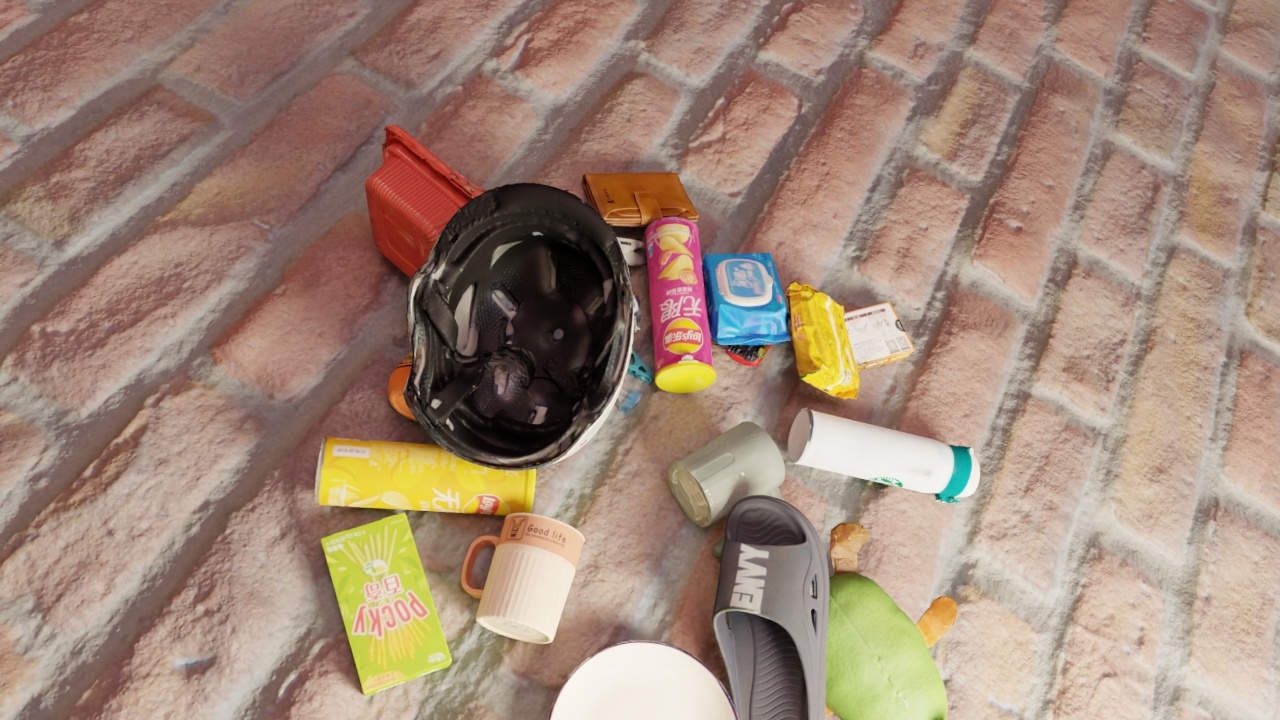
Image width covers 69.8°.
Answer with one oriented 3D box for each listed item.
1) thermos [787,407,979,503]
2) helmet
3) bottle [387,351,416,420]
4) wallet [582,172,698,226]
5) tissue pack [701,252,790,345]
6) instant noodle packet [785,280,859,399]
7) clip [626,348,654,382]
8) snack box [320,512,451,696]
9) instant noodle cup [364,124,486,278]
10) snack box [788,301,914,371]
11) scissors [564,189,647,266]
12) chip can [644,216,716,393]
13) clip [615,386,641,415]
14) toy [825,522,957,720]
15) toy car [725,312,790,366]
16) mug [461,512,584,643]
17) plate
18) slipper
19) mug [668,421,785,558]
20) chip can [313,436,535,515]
[{"bbox_3d":[0.290,0.116,1.086,0.224,0.073,0.073,14,60,-9],"label":"thermos"},{"bbox_3d":[-0.108,-0.024,0.929,0.230,0.157,0.274,5,82,9],"label":"helmet"},{"bbox_3d":[-0.220,-0.004,1.009,0.067,0.067,0.149,25,52,-2],"label":"bottle"},{"bbox_3d":[0.001,-0.203,1.180,0.130,0.035,0.119,-4,42,-19],"label":"wallet"},{"bbox_3d":[0.127,-0.078,1.124,0.095,0.052,0.156,-1,46,-4],"label":"tissue pack"},{"bbox_3d":[0.218,-0.021,1.102,0.110,0.044,0.128,21,54,-44],"label":"instant noodle packet"},{"bbox_3d":[-0.006,0.006,1.089,0.054,0.013,0.032,38,60,6],"label":"clip"},{"bbox_3d":[-0.247,0.234,0.890,0.085,0.026,0.156,-15,68,-22],"label":"snack box"},{"bbox_3d":[-0.235,-0.150,1.008,0.189,0.165,0.078,40,59,19],"label":"instant noodle cup"},{"bbox_3d":[0.272,-0.024,1.177,0.153,0.026,0.075,-14,68,-22],"label":"snack box"},{"bbox_3d":[-0.047,-0.146,1.072,0.206,0.015,0.201,57,31,-31],"label":"scissors"},{"bbox_3d":[0.045,-0.069,1.111,0.071,0.072,0.210,3,61,-14],"label":"chip can"},{"bbox_3d":[-0.029,0.037,1.064,0.058,0.042,0.026,35,60,7],"label":"clip"},{"bbox_3d":[0.230,0.304,0.951,0.227,0.090,0.246,-32,79,-3],"label":"toy"},{"bbox_3d":[0.147,-0.033,1.141,0.049,0.031,0.106,26,52,19],"label":"toy car"},{"bbox_3d":[-0.124,0.214,0.911,0.115,0.082,0.105,5,59,17],"label":"mug"},{"bbox_3d":[0.001,0.369,0.879,0.192,0.039,0.192,6,62,-11],"label":"plate"},{"bbox_3d":[0.127,0.265,0.905,0.111,0.083,0.268,-8,75,25],"label":"slipper"},{"bbox_3d":[0.102,0.144,1.015,0.103,0.084,0.124,-26,97,-25],"label":"mug"},{"bbox_3d":[-0.216,0.119,0.933,0.213,0.072,0.072,6,61,-13],"label":"chip can"}]
